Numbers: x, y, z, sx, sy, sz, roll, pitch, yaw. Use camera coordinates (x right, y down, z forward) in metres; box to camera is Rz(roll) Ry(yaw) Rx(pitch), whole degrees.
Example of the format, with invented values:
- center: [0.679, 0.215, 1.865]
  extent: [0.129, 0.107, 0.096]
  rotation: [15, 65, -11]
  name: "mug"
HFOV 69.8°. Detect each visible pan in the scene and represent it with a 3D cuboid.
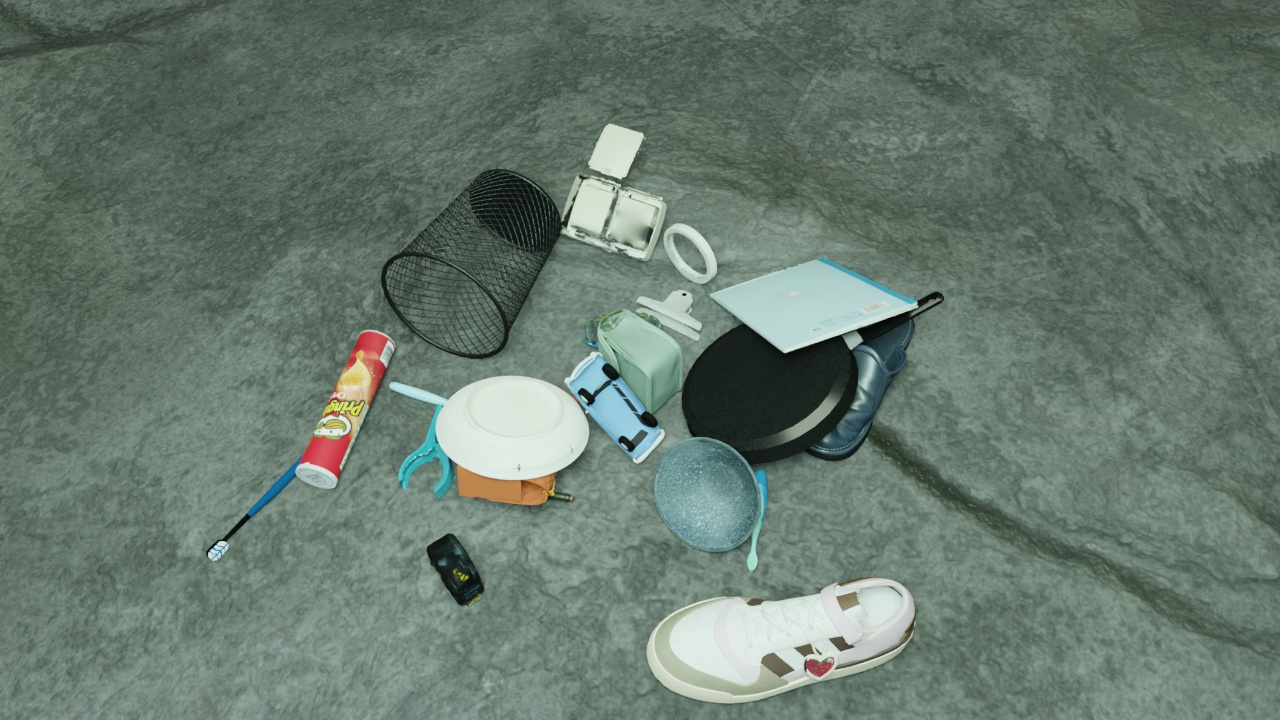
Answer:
- center: [0.214, -0.003, 1.141]
  extent: [0.356, 0.034, 0.225]
  rotation: [-29, 41, 4]
  name: "pan"

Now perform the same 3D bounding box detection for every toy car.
- center: [-0.024, -0.037, 1.251]
  extent: [0.105, 0.032, 0.048]
  rotation: [-4, 54, -7]
  name: "toy car"
- center: [-0.033, 0.057, 1.130]
  extent: [0.056, 0.153, 0.055]
  rotation: [-46, 26, -16]
  name: "toy car"

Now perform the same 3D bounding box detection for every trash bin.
- center: [-0.216, -0.141, 1.252]
  extent: [0.184, 0.184, 0.209]
  rotation: [17, 52, 14]
  name: "trash bin"

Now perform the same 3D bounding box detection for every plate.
- center: [-0.151, 0.068, 1.093]
  extent: [0.182, 0.034, 0.182]
  rotation: [5, 35, -4]
  name: "plate"

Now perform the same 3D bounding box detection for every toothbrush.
- center: [-0.468, 0.178, 1.132]
  extent: [0.014, 0.014, 0.167]
  rotation: [22, 57, 30]
  name: "toothbrush"
- center: [0.138, 0.191, 1.096]
  extent: [0.022, 0.017, 0.135]
  rotation: [6, 53, 7]
  name: "toothbrush"
- center: [-0.261, 0.053, 1.209]
  extent: [0.155, 0.016, 0.022]
  rotation: [15, 25, 12]
  name: "toothbrush"

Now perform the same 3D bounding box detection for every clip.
- center: [0.049, -0.076, 1.269]
  extent: [0.102, 0.052, 0.059]
  rotation: [26, 73, 18]
  name: "clip"
- center: [-0.240, 0.120, 1.155]
  extent: [0.120, 0.030, 0.130]
  rotation: [25, 61, 24]
  name: "clip"

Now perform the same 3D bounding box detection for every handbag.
- center: [-0.143, 0.105, 1.122]
  extent: [0.109, 0.060, 0.171]
  rotation: [8, 35, 7]
  name: "handbag"
- center: [-0.007, 0.007, 1.167]
  extent: [0.106, 0.122, 0.067]
  rotation: [36, 65, 22]
  name: "handbag"

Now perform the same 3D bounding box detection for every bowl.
- center: [0.088, 0.152, 1.086]
  extent: [0.137, 0.137, 0.057]
  rotation: [30, 22, 21]
  name: "bowl"

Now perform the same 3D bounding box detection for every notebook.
- center: [0.217, -0.079, 1.202]
  extent: [0.181, 0.009, 0.253]
  rotation: [-19, 23, -9]
  name: "notebook"

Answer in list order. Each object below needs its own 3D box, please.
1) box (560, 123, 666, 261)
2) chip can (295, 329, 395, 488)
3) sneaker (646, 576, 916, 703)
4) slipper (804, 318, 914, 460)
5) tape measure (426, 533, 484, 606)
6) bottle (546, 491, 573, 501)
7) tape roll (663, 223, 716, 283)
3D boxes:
- center: [-0.024, -0.248, 1.346]
  extent: [0.143, 0.044, 0.184]
  rotation: [21, 95, 15]
  name: "box"
- center: [-0.378, 0.059, 1.188]
  extent: [0.052, 0.052, 0.214]
  rotation: [8, 56, 8]
  name: "chip can"
- center: [0.152, 0.283, 0.967]
  extent: [0.294, 0.117, 0.111]
  rotation: [-6, 55, -2]
  name: "sneaker"
- center: [0.277, 0.005, 1.177]
  extent: [0.109, 0.084, 0.264]
  rotation: [28, 62, 18]
  name: "slipper"
- center: [-0.213, 0.235, 1.047]
  extent: [0.042, 0.071, 0.072]
  rotation: [-32, 54, -14]
  name: "tape measure"
- center: [-0.133, 0.160, 1.122]
  extent: [0.106, 0.025, 0.025]
  rotation: [8, 56, 8]
  name: "bottle"
- center: [0.069, -0.150, 1.288]
  extent: [0.013, 0.093, 0.093]
  rotation: [-39, 62, -23]
  name: "tape roll"
